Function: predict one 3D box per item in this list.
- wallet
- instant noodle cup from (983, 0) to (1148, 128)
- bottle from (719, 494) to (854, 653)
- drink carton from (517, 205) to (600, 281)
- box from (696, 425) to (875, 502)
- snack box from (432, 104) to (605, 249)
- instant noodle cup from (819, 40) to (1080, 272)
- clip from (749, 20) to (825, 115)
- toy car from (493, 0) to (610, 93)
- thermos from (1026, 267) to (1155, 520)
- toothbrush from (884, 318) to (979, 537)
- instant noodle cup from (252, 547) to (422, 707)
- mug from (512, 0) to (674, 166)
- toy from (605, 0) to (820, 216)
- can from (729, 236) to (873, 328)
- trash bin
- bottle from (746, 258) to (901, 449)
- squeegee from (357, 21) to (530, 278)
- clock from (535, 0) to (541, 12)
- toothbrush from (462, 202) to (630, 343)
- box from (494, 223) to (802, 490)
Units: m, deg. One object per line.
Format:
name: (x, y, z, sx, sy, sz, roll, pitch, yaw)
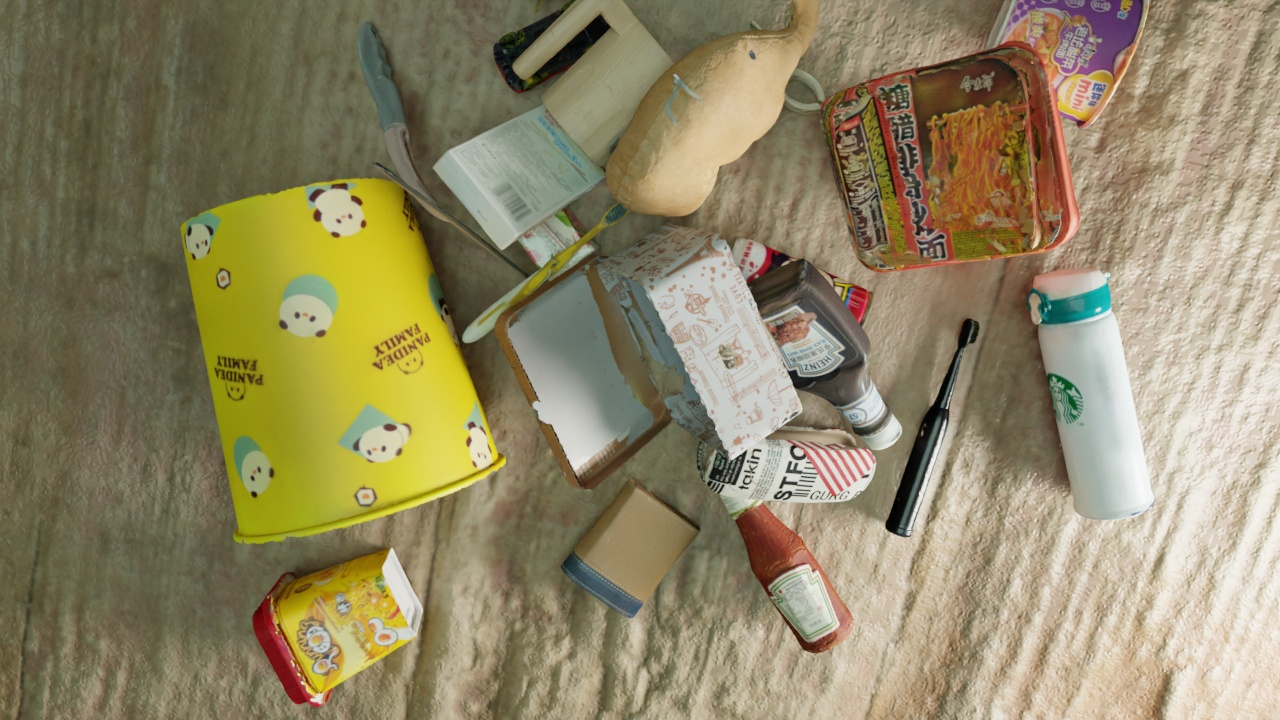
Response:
wallet: (-0.010, 0.182, 0.888, 0.090, 0.033, 0.115, 36, 100, -7)
instant noodle cup: (0.339, -0.258, 0.750, 0.099, 0.111, 0.112, 22, 101, 7)
bottle: (0.125, 0.178, 0.868, 0.060, 0.059, 0.206, -33, 91, 8)
drink carton: (-0.095, -0.133, 0.823, 0.053, 0.045, 0.122, -37, 97, 10)
box: (0.128, 0.092, 0.843, 0.163, 0.081, 0.075, 2, 116, -18)
snack box: (-0.096, -0.158, 0.767, 0.027, 0.156, 0.084, -35, 98, 37)
instant noodle cup: (0.256, -0.165, 0.753, 0.189, 0.078, 0.164, -3, 113, 40)
clip: (0.122, -0.247, 0.799, 0.097, 0.034, 0.061, 35, 102, 5)
toy car: (-0.075, -0.275, 0.802, 0.106, 0.031, 0.049, -30, 97, -5)
thermos: (0.398, 0.027, 0.818, 0.073, 0.073, 0.224, -16, 99, 6)
toothbrush: (0.274, 0.063, 0.854, 0.027, 0.026, 0.213, 9, 102, -34)
instant noodle cup: (-0.284, 0.247, 0.880, 0.123, 0.116, 0.116, -24, 98, -4)
mug: (-0.032, -0.239, 0.769, 0.104, 0.084, 0.124, -40, 133, 11)
toy: (0.062, -0.206, 0.739, 0.226, 0.143, 0.082, -46, 76, 25)
can: (0.136, -0.063, 0.821, 0.133, 0.053, 0.053, 23, 101, -2)
trash bin: (-0.258, -0.005, 0.775, 0.230, 0.229, 0.255, -14, 94, 5)
bottle: (0.165, 0.002, 0.800, 0.080, 0.043, 0.195, -23, 119, 34)
squeegee: (-0.198, -0.190, 0.776, 0.040, 0.247, 0.249, -31, 69, 9)
clock: (-0.077, -0.386, 0.767, 0.117, 0.059, 0.158, -19, 100, 7)
toothbrush: (-0.079, -0.078, 0.789, 0.191, 0.018, 0.016, -41, 96, -10)
box: (-0.006, 0.005, 0.772, 0.192, 0.156, 0.183, -32, 111, -13)
